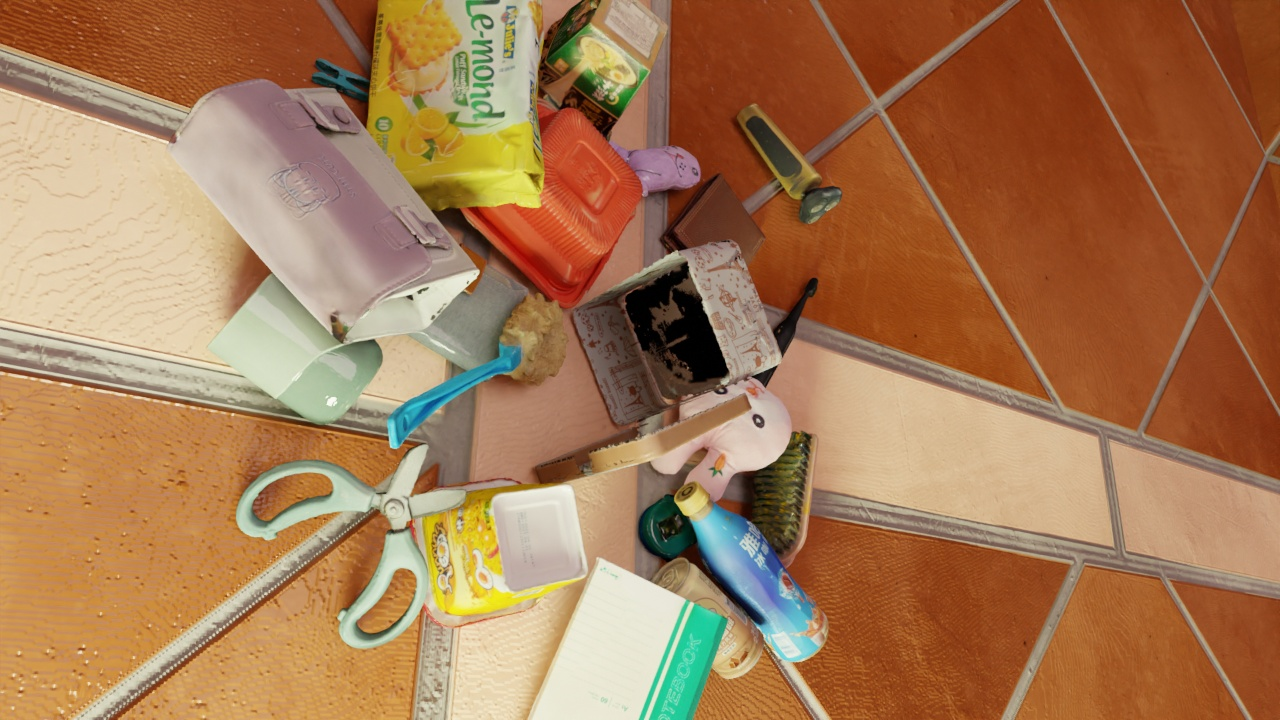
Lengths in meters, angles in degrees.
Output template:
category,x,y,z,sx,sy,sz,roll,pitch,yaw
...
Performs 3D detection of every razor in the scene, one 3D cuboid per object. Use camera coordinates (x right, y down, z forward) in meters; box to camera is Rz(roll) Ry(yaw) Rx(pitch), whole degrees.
category,x,y,z,sx,sy,sz,roll,pitch,yaw
razor,0.180,-0.247,1.138,0.167,0.062,0.067,50,22,-7

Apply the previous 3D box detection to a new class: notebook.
category,x,y,z,sx,sy,sz,roll,pitch,yaw
notebook,-0.018,0.296,0.795,0.150,0.012,0.208,30,72,-21

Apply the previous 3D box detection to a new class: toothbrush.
category,x,y,z,sx,sy,sz,roll,pitch,yaw
toothbrush,0.167,-0.029,1.073,0.212,0.026,0.027,-55,143,-37

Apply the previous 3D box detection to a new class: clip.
category,x,y,z,sx,sy,sz,roll,pitch,yaw
clip,-0.268,-0.251,0.827,0.056,0.014,0.045,15,65,-31

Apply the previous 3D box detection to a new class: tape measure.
category,x,y,z,sx,sy,sz,roll,pitch,yaw
tape measure,0.026,0.166,0.901,0.054,0.025,0.058,-29,92,-40

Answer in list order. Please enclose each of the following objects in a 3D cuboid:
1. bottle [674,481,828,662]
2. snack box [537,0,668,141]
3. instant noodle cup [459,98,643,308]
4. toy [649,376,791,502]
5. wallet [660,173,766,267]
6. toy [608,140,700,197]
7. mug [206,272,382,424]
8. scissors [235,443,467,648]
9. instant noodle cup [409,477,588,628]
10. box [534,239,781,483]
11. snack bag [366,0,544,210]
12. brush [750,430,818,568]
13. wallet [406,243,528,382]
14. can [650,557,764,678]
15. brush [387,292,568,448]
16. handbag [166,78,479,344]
category,x,y,z,sx,sy,sz,roll,pitch,yaw
bottle,0.106,0.206,0.907,0.219,0.065,0.065,52,52,-18
snack box,-0.036,-0.319,0.960,0.117,0.106,0.118,33,55,-22
instant noodle cup,-0.073,-0.166,0.904,0.164,0.079,0.188,44,49,-22
toy,0.085,0.075,0.947,0.121,0.054,0.159,38,58,11
wallet,0.089,-0.141,1.049,0.101,0.032,0.124,48,53,-18
toy,0.020,-0.214,1.016,0.107,0.039,0.084,-16,63,-37
mug,-0.259,-0.017,0.718,0.106,0.082,0.111,40,31,-19
scissors,-0.211,0.145,0.694,0.170,0.019,0.181,-8,100,-4
instant noodle cup,-0.110,0.148,0.740,0.115,0.124,0.116,-3,77,-37
box,-0.004,0.000,0.836,0.197,0.181,0.157,-22,90,-40
snack bag,-0.161,-0.242,0.826,0.068,0.158,0.246,49,38,-68
brush,0.154,0.148,0.983,0.073,0.063,0.145,47,47,-54
wallet,-0.169,-0.057,0.822,0.129,0.037,0.106,33,58,-24
can,0.062,0.247,0.878,0.116,0.059,0.058,47,53,-15
brush,-0.131,0.009,0.769,0.253,0.046,0.083,-39,135,-57
handbag,-0.235,-0.114,0.703,0.197,0.099,0.144,50,26,3
